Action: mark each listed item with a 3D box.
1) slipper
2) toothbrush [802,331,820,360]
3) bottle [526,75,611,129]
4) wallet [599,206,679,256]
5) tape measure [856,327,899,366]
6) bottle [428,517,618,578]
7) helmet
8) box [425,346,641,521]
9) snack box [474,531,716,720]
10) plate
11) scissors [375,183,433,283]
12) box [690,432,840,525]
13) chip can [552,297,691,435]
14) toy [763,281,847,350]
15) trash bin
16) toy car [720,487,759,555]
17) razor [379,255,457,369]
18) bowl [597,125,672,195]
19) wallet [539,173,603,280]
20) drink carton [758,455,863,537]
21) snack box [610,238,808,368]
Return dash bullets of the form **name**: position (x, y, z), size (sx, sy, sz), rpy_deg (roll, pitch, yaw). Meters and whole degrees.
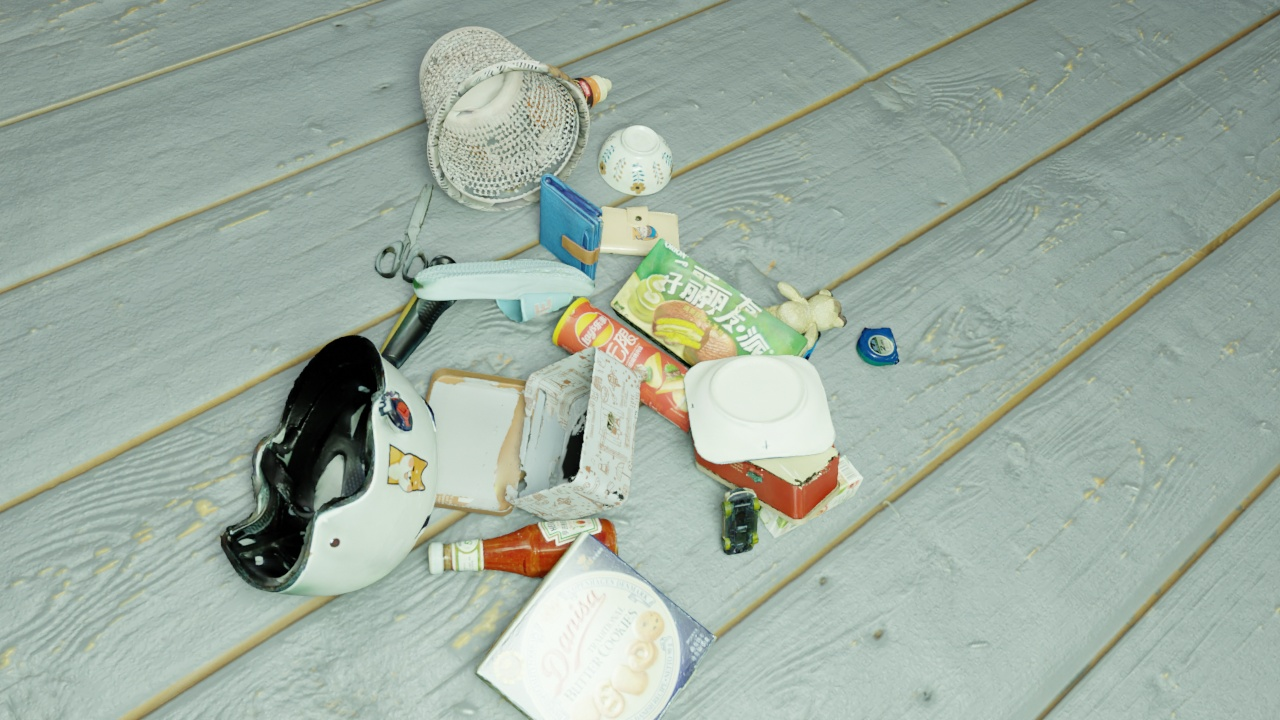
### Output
- **slipper**: position (-0.166, -0.084, 1.161), size (0.244, 0.074, 0.104), rpy_deg (-5, 18, -33)
- **toothbrush**: position (0.202, 0.026, 1.217), size (0.014, 0.016, 0.189), rpy_deg (24, 55, 16)
- **bottle**: position (-0.102, -0.401, 1.400), size (0.149, 0.067, 0.067), rpy_deg (-32, 69, -33)
- **wallet**: position (-0.002, -0.185, 1.304), size (0.115, 0.024, 0.087), rpy_deg (3, 57, -7)
- **tape measure**: position (0.323, -0.018, 1.255), size (0.054, 0.025, 0.058), rpy_deg (-1, 55, -8)
- **bottle**: position (-0.129, 0.211, 1.016), size (0.206, 0.060, 0.059), rpy_deg (-2, 59, -11)
- **helmet**: position (-0.300, 0.125, 0.970), size (0.157, 0.231, 0.273), rpy_deg (37, 46, -38)
- **box**: position (-0.134, 0.091, 1.072), size (0.274, 0.126, 0.178), rpy_deg (-5, 56, 20)
- **snack box**: position (-0.046, 0.305, 0.948), size (0.182, 0.046, 0.177), rpy_deg (39, 70, 1)
- **plate**: position (0.136, 0.044, 1.064), size (0.164, 0.034, 0.163), rpy_deg (-5, 45, -2)
- **scissors**: position (-0.319, -0.179, 1.251), size (0.135, 0.014, 0.174), rpy_deg (-19, 64, -21)
- **box**: position (0.146, 0.107, 1.073), size (0.091, 0.080, 0.168), rpy_deg (-34, 43, -32)
- **chip can**: position (-0.007, 0.007, 1.156), size (0.216, 0.073, 0.073), rpy_deg (35, 59, 12)
- **toy**: position (0.197, -0.052, 1.238), size (0.157, 0.066, 0.105), rpy_deg (-14, 63, -9)
- **trash bin**: position (-0.210, -0.353, 1.274), size (0.227, 0.228, 0.192), rpy_deg (-17, 51, -19)
- **toy car**: position (0.112, 0.183, 1.058), size (0.042, 0.091, 0.035), rpy_deg (-10, 33, -13)
- **razor**: position (-0.282, -0.058, 1.166), size (0.068, 0.062, 0.167), rpy_deg (10, 58, 32)
- **bowl**: position (-0.004, -0.305, 1.355), size (0.113, 0.062, 0.113), rpy_deg (4, 60, -7)
- **wallet**: position (-0.094, -0.171, 1.214), size (0.106, 0.133, 0.040), rpy_deg (41, 64, 16)
- **drink carton**: position (0.204, 0.162, 1.107), size (0.122, 0.054, 0.045), rpy_deg (-22, 61, -21)
- **snack box**: position (0.088, -0.043, 1.186), size (0.240, 0.063, 0.114), rpy_deg (37, 86, 13)
